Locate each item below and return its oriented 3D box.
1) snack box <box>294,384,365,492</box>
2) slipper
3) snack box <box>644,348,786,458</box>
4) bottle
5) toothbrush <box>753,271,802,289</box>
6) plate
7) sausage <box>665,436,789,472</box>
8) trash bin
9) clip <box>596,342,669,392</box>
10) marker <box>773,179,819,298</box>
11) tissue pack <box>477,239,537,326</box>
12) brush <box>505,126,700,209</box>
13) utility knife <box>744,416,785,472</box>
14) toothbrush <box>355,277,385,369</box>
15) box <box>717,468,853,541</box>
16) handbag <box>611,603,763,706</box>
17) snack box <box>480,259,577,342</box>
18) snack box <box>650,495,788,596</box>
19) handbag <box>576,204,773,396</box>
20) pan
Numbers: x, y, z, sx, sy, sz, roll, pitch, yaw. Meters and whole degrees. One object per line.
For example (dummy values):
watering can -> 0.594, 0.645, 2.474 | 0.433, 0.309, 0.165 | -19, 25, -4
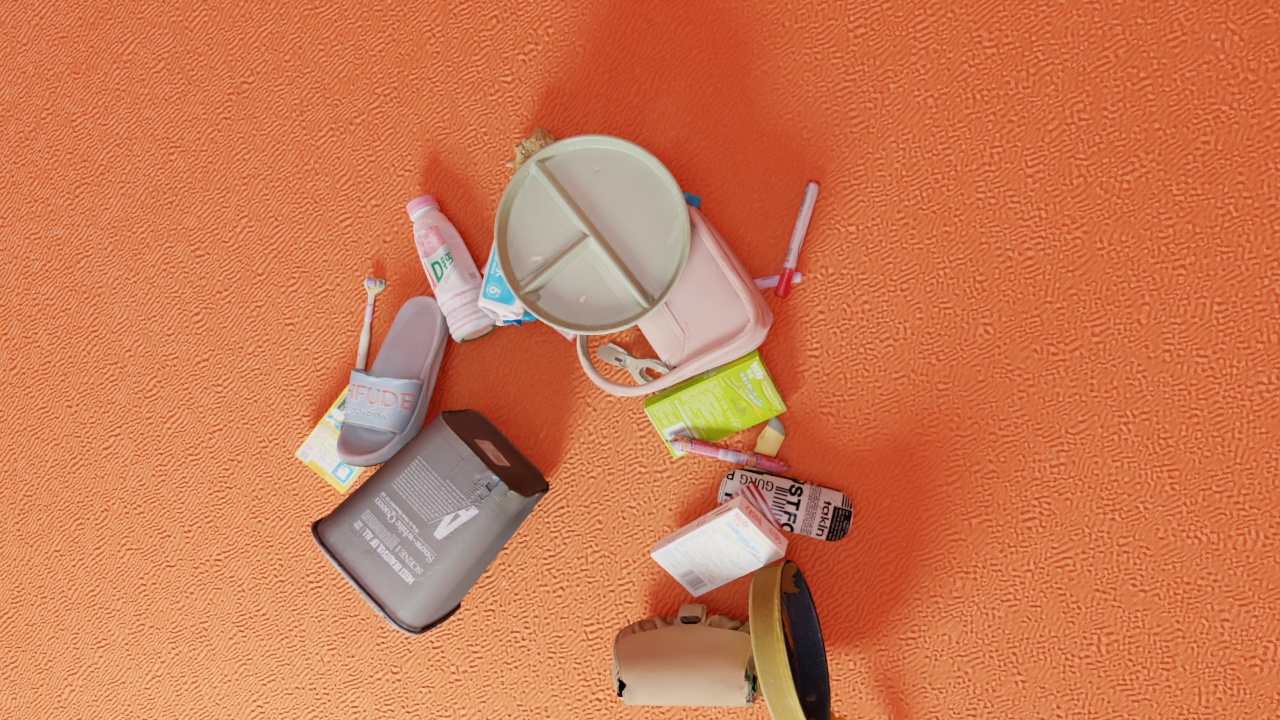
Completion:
snack box -> -0.400, 0.104, 1.264 | 0.087, 0.033, 0.141 | 40, 105, -4
slipper -> -0.322, 0.022, 1.191 | 0.104, 0.074, 0.245 | 13, 74, 24
snack box -> 0.092, 0.054, 1.129 | 0.156, 0.026, 0.086 | -26, 114, 15
bottle -> -0.250, -0.123, 1.203 | 0.068, 0.068, 0.197 | -26, 83, 15
toothbrush -> 0.105, -0.090, 1.136 | 0.189, 0.029, 0.021 | -8, 134, 13
plate -> -0.055, -0.144, 1.059 | 0.230, 0.027, 0.230 | 0, 92, 7
sausage -> 0.106, 0.114, 1.125 | 0.156, 0.020, 0.020 | 13, 97, 3
trash bin -> -0.253, 0.193, 1.166 | 0.199, 0.198, 0.220 | 44, 97, 8
clip -> -0.002, 0.007, 1.170 | 0.103, 0.076, 0.034 | 26, 101, 22
marker -> 0.189, -0.146, 1.102 | 0.017, 0.017, 0.145 | 17, 90, 13
tissue pack -> -0.146, -0.110, 1.134 | 0.063, 0.090, 0.140 | 17, 95, 11
brush -> -0.048, -0.229, 1.156 | 0.255, 0.045, 0.083 | 17, 97, 8
utility knife -> 0.133, 0.149, 1.145 | 0.031, 0.019, 0.177 | 31, 100, 13
toothbrush -> -0.381, -0.021, 1.267 | 0.020, 0.029, 0.189 | 24, 104, 55
box -> 0.177, 0.172, 1.124 | 0.164, 0.076, 0.075 | 11, 85, 8
handbag -> 0.064, 0.358, 1.110 | 0.205, 0.147, 0.100 | -4, 94, 10
snack box -> -0.125, -0.100, 1.190 | 0.156, 0.027, 0.077 | 38, 102, 9
snack box -> 0.094, 0.229, 1.115 | 0.084, 0.026, 0.157 | 45, 127, -11
handbag -> 0.022, -0.054, 1.105 | 0.234, 0.093, 0.193 | -37, 73, 12
pan -> 0.218, 0.397, 1.076 | 0.078, 0.197, 0.357 | -15, 110, 20
